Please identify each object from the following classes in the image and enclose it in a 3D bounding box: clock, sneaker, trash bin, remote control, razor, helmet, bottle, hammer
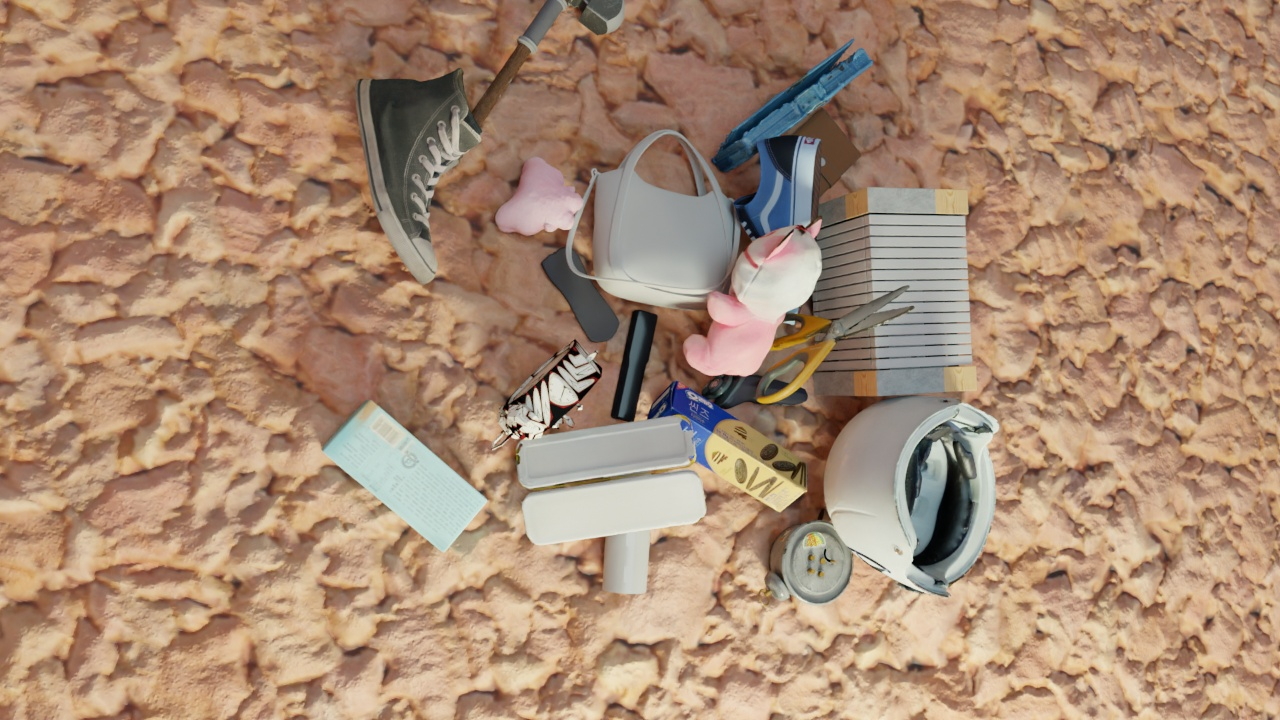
[{"bbox_3d":[0.203,0.259,1.147,0.147,0.056,0.104,-31,95,-21],"label":"clock"},{"bbox_3d":[-0.106,0.051,1.027,0.154,0.115,0.065,-45,100,-15],"label":"clock"},{"bbox_3d":[-0.230,-0.204,1.007,0.120,0.095,0.234,-11,80,2],"label":"sneaker"},{"bbox_3d":[0.167,-0.163,1.144,0.098,0.083,0.242,8,121,18],"label":"sneaker"},{"bbox_3d":[0.314,-0.082,1.162,0.142,0.143,0.247,-2,89,-20],"label":"trash bin"},{"bbox_3d":[-0.007,0.007,1.118,0.032,0.015,0.136,15,80,-17],"label":"remote control"},{"bbox_3d":[0.147,0.041,1.156,0.142,0.047,0.052,8,80,-22],"label":"razor"},{"bbox_3d":[0.327,0.159,1.138,0.263,0.164,0.236,29,76,-44],"label":"helmet"},{"bbox_3d":[-0.013,0.172,1.080,0.052,0.052,0.195,6,83,-19],"label":"bottle"},{"bbox_3d":[-0.155,-0.345,1.089,0.156,0.043,0.321,34,77,-13],"label":"hammer"},{"bbox_3d":[-0.071,-0.078,1.106,0.046,0.009,0.124,-35,97,-19],"label":"remote control"}]

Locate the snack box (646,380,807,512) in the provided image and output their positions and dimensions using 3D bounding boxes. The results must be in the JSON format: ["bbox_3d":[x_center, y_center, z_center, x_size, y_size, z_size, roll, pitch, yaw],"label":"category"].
[{"bbox_3d":[0.107,0.106,1.116,0.206,0.056,0.057,32,38,-14],"label":"snack box"}]

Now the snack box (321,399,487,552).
[{"bbox_3d":[-0.256,0.126,1.000,0.174,0.053,0.074,42,73,-10],"label":"snack box"}]

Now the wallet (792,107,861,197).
[{"bbox_3d":[0.234,-0.271,1.229,0.120,0.013,0.087,-45,100,-18],"label":"wallet"}]

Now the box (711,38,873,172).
[{"bbox_3d":[0.191,-0.328,1.178,0.231,0.093,0.048,-40,101,-18],"label":"box"}]

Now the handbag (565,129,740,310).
[{"bbox_3d":[0.024,-0.181,1.108,0.215,0.096,0.222,9,77,-23],"label":"handbag"}]

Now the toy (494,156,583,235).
[{"bbox_3d":[-0.114,-0.188,1.076,0.093,0.050,0.102,20,76,11],"label":"toy"}]

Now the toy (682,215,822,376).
[{"bbox_3d":[0.141,-0.073,1.070,0.084,0.214,0.141,44,31,24],"label":"toy"}]

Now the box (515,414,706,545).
[{"bbox_3d":[-0.035,0.137,1.047,0.210,0.039,0.129,-9,84,3],"label":"box"}]

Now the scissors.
[{"bbox_3d":[0.218,-0.020,1.083,0.016,0.226,0.161,34,58,-36],"label":"scissors"}]
